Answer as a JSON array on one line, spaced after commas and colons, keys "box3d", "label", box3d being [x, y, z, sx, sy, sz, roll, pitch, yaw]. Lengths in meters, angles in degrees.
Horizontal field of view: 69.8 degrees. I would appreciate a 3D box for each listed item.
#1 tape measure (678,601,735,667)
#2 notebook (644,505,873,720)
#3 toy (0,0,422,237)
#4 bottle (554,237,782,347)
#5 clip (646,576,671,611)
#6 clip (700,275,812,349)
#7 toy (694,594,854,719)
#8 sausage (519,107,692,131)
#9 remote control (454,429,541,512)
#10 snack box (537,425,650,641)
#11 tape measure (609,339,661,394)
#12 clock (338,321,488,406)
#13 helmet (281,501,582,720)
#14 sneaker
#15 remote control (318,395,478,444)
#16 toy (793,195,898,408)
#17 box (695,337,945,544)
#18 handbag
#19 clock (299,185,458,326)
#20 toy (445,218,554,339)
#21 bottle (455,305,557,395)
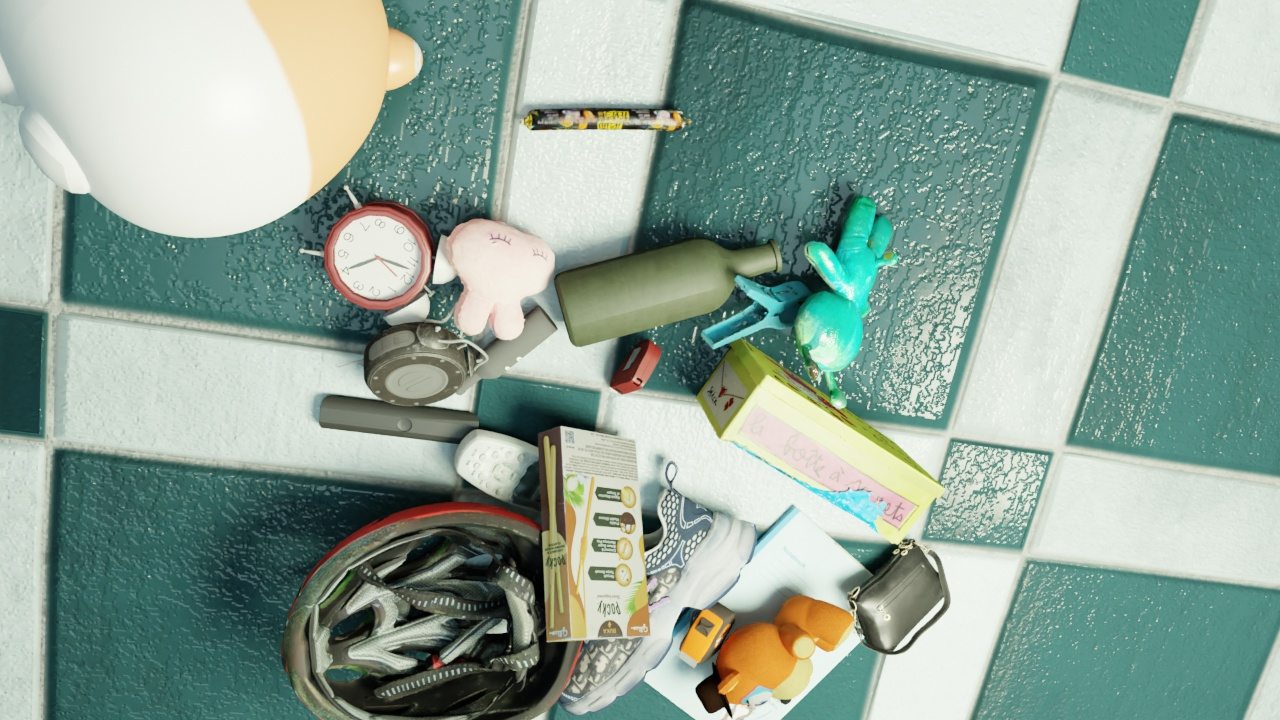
[{"box3d": [0.068, 0.277, 0.951, 0.038, 0.058, 0.059, 30, 108, 23], "label": "tape measure"}, {"box3d": [0.139, 0.300, 1.003, 0.181, 0.009, 0.253, 41, 97, -17], "label": "notebook"}, {"box3d": [-0.312, -0.229, 0.662, 0.280, 0.266, 0.263, -33, 94, -28], "label": "toy"}, {"box3d": [0.027, -0.071, 0.846, 0.207, 0.071, 0.071, -15, 108, -4], "label": "bottle"}, {"box3d": [0.003, 0.227, 0.878, 0.051, 0.014, 0.045, -11, 88, 4], "label": "clip"}, {"box3d": [0.122, -0.057, 0.854, 0.119, 0.027, 0.103, -7, 143, -41], "label": "clip"}, {"box3d": [0.137, 0.305, 0.949, 0.176, 0.112, 0.096, -19, 67, -2], "label": "toy"}, {"box3d": [-0.030, -0.216, 0.822, 0.155, 0.020, 0.020, -2, 106, -8], "label": "sausage"}, {"box3d": [-0.125, 0.106, 0.889, 0.114, 0.028, 0.060, 30, 101, -27], "label": "remote control"}, {"box3d": [-0.043, 0.160, 0.847, 0.101, 0.032, 0.185, 15, 63, -46], "label": "snack box"}, {"box3d": [-0.005, 0.005, 0.877, 0.019, 0.059, 0.051, 34, 68, -16], "label": "tape measure"}, {"box3d": [-0.199, -0.001, 0.829, 0.123, 0.043, 0.091, -24, 146, 15], "label": "clock"}, {"box3d": [-0.187, 0.240, 0.852, 0.271, 0.167, 0.217, -6, 92, -17], "label": "helmet"}, {"box3d": [-0.012, 0.232, 0.929, 0.132, 0.103, 0.269, 41, 96, -2], "label": "sneaker"}, {"box3d": [-0.229, 0.058, 0.875, 0.146, 0.015, 0.033, 8, 105, -11], "label": "remote control"}, {"box3d": [0.192, -0.058, 0.851, 0.130, 0.072, 0.193, 33, 75, -46], "label": "toy"}, {"box3d": [0.171, 0.077, 0.886, 0.221, 0.124, 0.080, 30, 102, -14], "label": "box"}, {"box3d": [0.274, 0.249, 0.976, 0.128, 0.054, 0.079, -38, 104, -18], "label": "handbag"}, {"box3d": [-0.221, -0.087, 0.817, 0.137, 0.048, 0.096, 36, 98, -15], "label": "clock"}, {"box3d": [-0.127, -0.071, 0.819, 0.108, 0.053, 0.105, 8, 98, -43], "label": "toy"}, {"box3d": [-0.131, -0.006, 0.863, 0.113, 0.030, 0.030, -38, 108, 4], "label": "bottle"}]
